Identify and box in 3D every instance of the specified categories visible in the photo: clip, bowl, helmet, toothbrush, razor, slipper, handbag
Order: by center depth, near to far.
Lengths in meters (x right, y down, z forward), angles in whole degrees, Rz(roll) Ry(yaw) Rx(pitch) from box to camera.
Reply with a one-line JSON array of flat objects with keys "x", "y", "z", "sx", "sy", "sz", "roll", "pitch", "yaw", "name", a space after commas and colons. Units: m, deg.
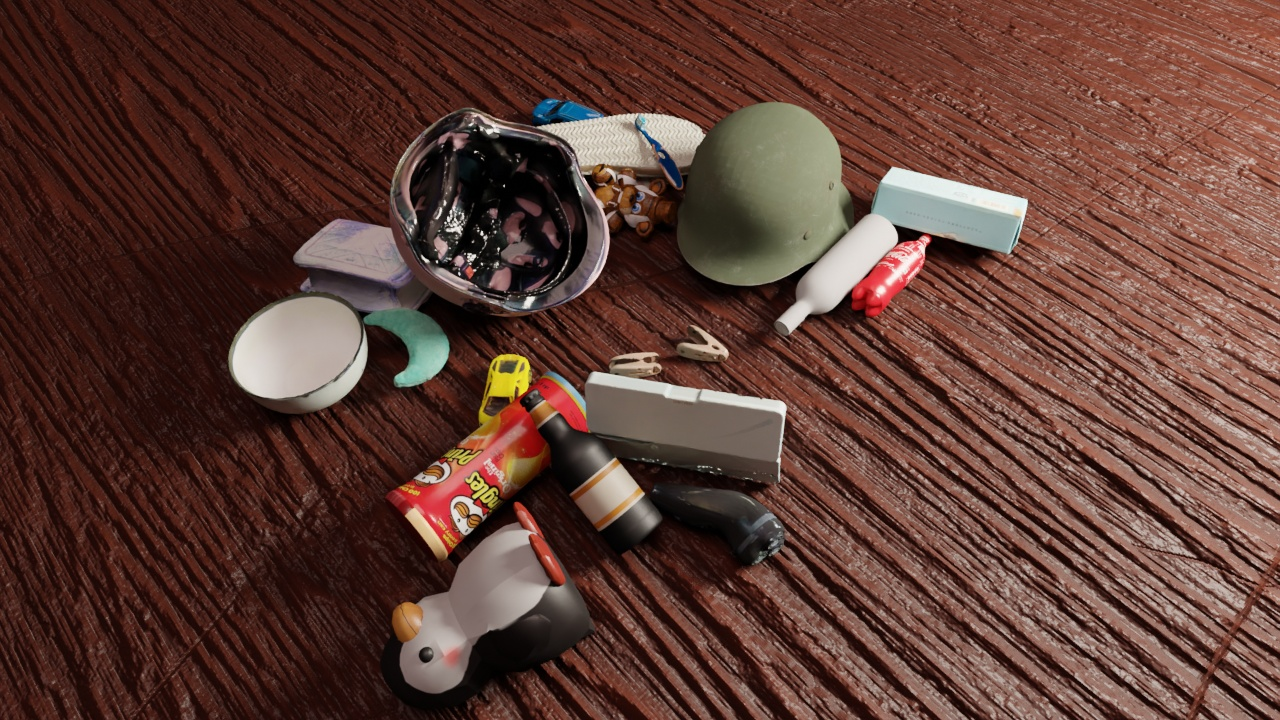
[{"x": 0.074, "y": 0.159, "z": 0.912, "sx": 0.141, "sy": 0.053, "sz": 0.063, "roll": 15, "pitch": 65, "yaw": 19, "name": "razor"}, {"x": -0.006, "y": 0.003, "z": 1.050, "sx": 0.061, "sy": 0.026, "sz": 0.049, "roll": 18, "pitch": 56, "yaw": 16, "name": "clip"}, {"x": -0.385, "y": 0.001, "z": 1.056, "sx": 0.153, "sy": 0.073, "sz": 0.153, "roll": -2, "pitch": 53, "yaw": 3, "name": "bowl"}, {"x": 0.076, "y": -0.019, "z": 1.059, "sx": 0.049, "sy": 0.026, "sz": 0.061, "roll": -12, "pitch": 55, "yaw": -6, "name": "clip"}, {"x": -0.172, "y": -0.153, "z": 1.083, "sx": 0.255, "sy": 0.153, "sz": 0.229, "roll": 19, "pitch": 68, "yaw": -16, "name": "helmet"}, {"x": 0.149, "y": -0.217, "z": 1.117, "sx": 0.227, "sy": 0.154, "sz": 0.267, "roll": 20, "pitch": 59, "yaw": 19, "name": "helmet"}, {"x": -0.332, "y": -0.118, "z": 1.148, "sx": 0.159, "sy": 0.069, "sz": 0.126, "roll": 13, "pitch": 41, "yaw": 13, "name": "handbag"}, {"x": 0.024, "y": -0.273, "z": 1.197, "sx": 0.021, "sy": 0.017, "sz": 0.135, "roll": -17, "pitch": 61, "yaw": -20, "name": "toothbrush"}, {"x": -0.040, "y": -0.273, "z": 1.234, "sx": 0.263, "sy": 0.052, "sz": 0.114, "roll": -3, "pitch": 59, "yaw": -6, "name": "slipper"}]

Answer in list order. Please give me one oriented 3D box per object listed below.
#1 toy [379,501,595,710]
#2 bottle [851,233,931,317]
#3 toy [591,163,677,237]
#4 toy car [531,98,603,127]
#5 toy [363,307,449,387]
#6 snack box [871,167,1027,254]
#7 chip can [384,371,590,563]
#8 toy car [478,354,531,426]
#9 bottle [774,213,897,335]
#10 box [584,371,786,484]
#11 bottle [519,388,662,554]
[{"x": -0.143, "y": 0.248, "z": 0.837, "sx": 0.184, "sy": 0.140, "sz": 0.159, "roll": -34, "pitch": 25, "yaw": -8, "name": "toy"}, {"x": 0.302, "y": -0.106, "z": 1.090, "sx": 0.042, "sy": 0.042, "sz": 0.141, "roll": 35, "pitch": 63, "yaw": 26, "name": "bottle"}, {"x": -0.011, "y": -0.202, "z": 1.177, "sx": 0.113, "sy": 0.067, "sz": 0.087, "roll": 16, "pitch": 87, "yaw": 24, "name": "toy"}, {"x": -0.099, "y": -0.341, "z": 1.301, "sx": 0.120, "sy": 0.044, "sz": 0.056, "roll": 24, "pitch": 59, "yaw": 22, "name": "toy car"}, {"x": -0.268, "y": -0.020, "z": 1.072, "sx": 0.084, "sy": 0.033, "sz": 0.105, "roll": -19, "pitch": 69, "yaw": -38, "name": "toy"}, {"x": 0.377, "y": -0.185, "z": 1.122, "sx": 0.175, "sy": 0.053, "sz": 0.074, "roll": 19, "pitch": 33, "yaw": 17, "name": "snack box"}, {"x": -0.152, "y": 0.107, "z": 0.948, "sx": 0.213, "sy": 0.087, "sz": 0.087, "roll": -40, "pitch": 60, "yaw": -23, "name": "chip can"}, {"x": -0.153, "y": 0.039, "z": 1.034, "sx": 0.049, "sy": 0.030, "sz": 0.106, "roll": 2, "pitch": 55, "yaw": 5, "name": "toy car"}, {"x": 0.227, "y": -0.097, "z": 1.084, "sx": 0.052, "sy": 0.052, "sz": 0.194, "roll": 35, "pitch": 64, "yaw": 26, "name": "bottle"}, {"x": 0.044, "y": 0.076, "z": 0.920, "sx": 0.197, "sy": 0.136, "sz": 0.044, "roll": 10, "pitch": 49, "yaw": 12, "name": "box"}, {"x": -0.056, "y": 0.104, "z": 0.911, "sx": 0.059, "sy": 0.059, "sz": 0.181, "roll": -38, "pitch": 87, "yaw": -21, "name": "bottle"}]
